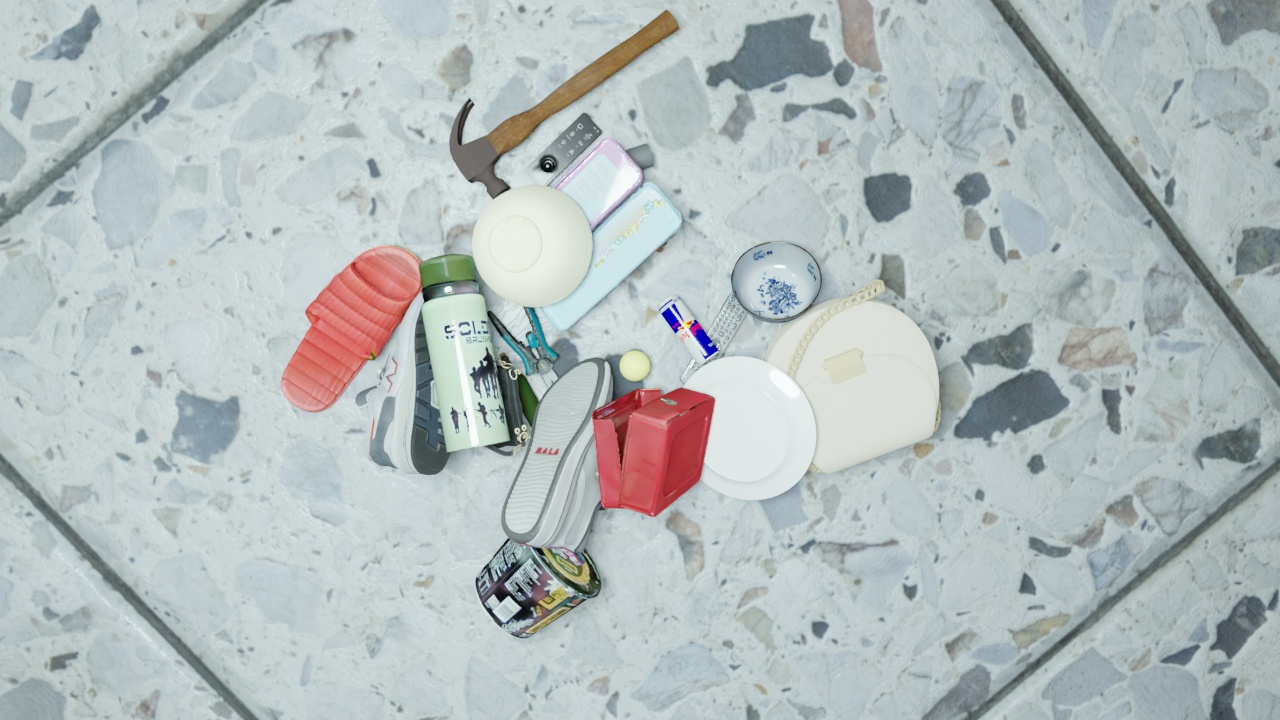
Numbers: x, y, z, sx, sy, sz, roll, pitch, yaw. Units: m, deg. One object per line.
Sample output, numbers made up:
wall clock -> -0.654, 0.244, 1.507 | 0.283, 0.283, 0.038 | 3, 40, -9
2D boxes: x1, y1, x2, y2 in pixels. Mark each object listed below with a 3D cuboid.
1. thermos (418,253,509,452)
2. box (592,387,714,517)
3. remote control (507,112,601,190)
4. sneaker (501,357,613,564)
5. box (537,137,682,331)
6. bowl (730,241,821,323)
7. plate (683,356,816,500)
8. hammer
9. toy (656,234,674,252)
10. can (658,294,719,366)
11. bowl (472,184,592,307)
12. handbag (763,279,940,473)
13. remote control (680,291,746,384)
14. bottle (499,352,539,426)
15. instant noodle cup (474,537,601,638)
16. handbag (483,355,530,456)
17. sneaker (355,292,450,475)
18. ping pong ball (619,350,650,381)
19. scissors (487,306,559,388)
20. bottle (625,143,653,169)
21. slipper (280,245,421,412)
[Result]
thermos -> -0.212, -0.011, 1.093 | 0.082, 0.082, 0.231 | -11, 86, -2
box -> 0.021, 0.107, 1.119 | 0.110, 0.157, 0.134 | 3, 103, 22
remote control -> -0.113, -0.249, 1.160 | 0.150, 0.013, 0.034 | -44, 97, 2
sneaker -> -0.074, 0.123, 1.139 | 0.128, 0.097, 0.262 | 46, 51, -43
box -> -0.068, -0.153, 1.136 | 0.214, 0.035, 0.151 | -41, 82, 12
bowl -> 0.173, -0.092, 1.167 | 0.114, 0.045, 0.114 | -3, 63, 7
plate -> 0.127, 0.089, 1.161 | 0.189, 0.016, 0.189 | 6, 104, 24
hammer -> -0.094, -0.330, 1.135 | 0.323, 0.033, 0.115 | -35, 91, 1
toy -> 0.005, -0.153, 1.164 | 0.055, 0.041, 0.101 | 37, 84, 16
can -> 0.061, -0.039, 1.174 | 0.032, 0.032, 0.095 | -36, 85, 0
bowl -> -0.139, -0.138, 1.100 | 0.151, 0.075, 0.151 | 1, 96, 13
handbag -> 0.266, 0.025, 1.175 | 0.211, 0.103, 0.208 | -22, 97, 9
remote control -> 0.098, -0.024, 1.195 | 0.033, 0.013, 0.136 | 30, 93, -6
bottle -> -0.153, 0.037, 1.181 | 0.025, 0.025, 0.106 | -28, 97, -1
instant noodle cup -> -0.136, 0.276, 1.159 | 0.112, 0.137, 0.137 | -42, 97, 10
handbag -> -0.177, 0.058, 1.150 | 0.054, 0.079, 0.128 | -14, 97, -44
sneaker -> -0.295, 0.029, 1.138 | 0.124, 0.088, 0.239 | -12, 66, 31
ping pong ball -> -0.007, 0.007, 1.179 | 0.040, 0.040, 0.040 | 0, 96, -4
scissors -> -0.140, -0.021, 1.179 | 0.123, 0.019, 0.148 | 8, 97, -5
bottle -> -0.042, -0.242, 1.156 | 0.113, 0.030, 0.030 | -19, 97, -1
slipper -> -0.367, -0.040, 1.144 | 0.103, 0.059, 0.249 | 38, 94, -7
